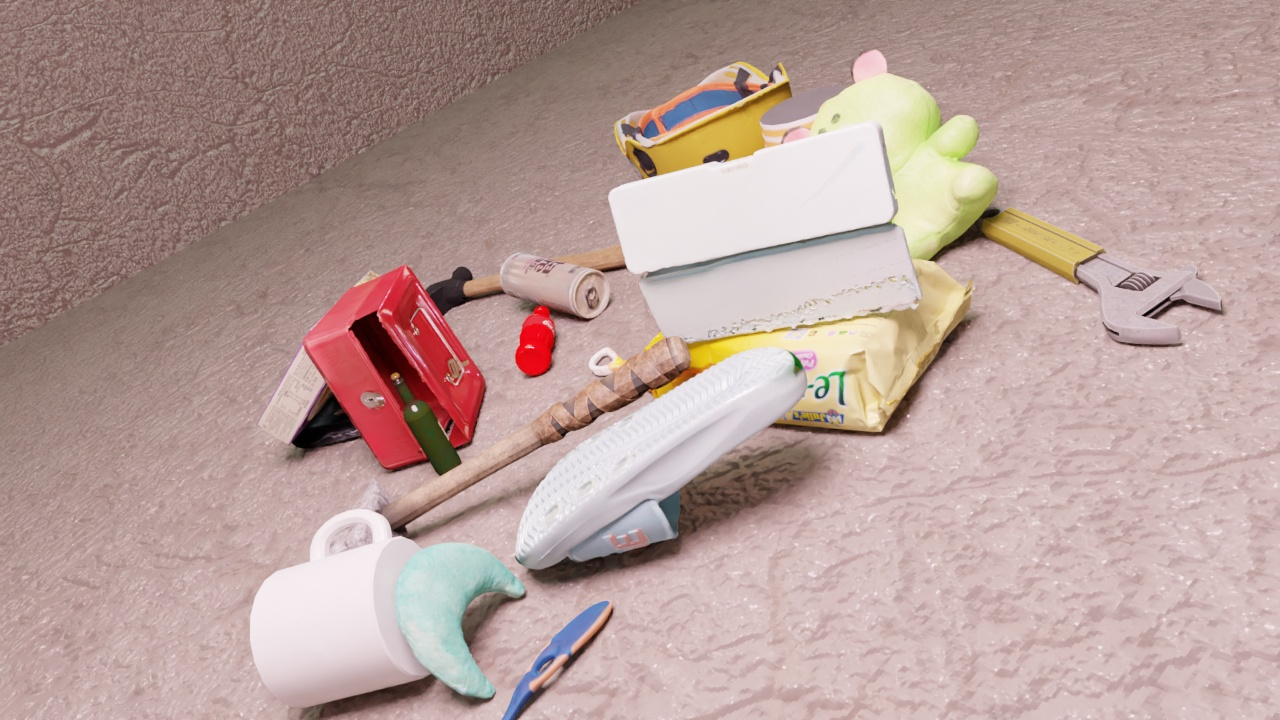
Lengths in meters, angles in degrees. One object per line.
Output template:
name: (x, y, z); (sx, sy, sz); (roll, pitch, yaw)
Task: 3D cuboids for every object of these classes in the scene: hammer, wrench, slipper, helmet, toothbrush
hammer: (-0.102, 0.069, 0.715); (0.319, 0.049, 0.121); (-30, 20, 12)
wrench: (0.333, -0.077, 0.710); (0.083, 0.018, 0.273); (-25, 26, -1)
slipper: (0.013, 0.078, 0.618); (0.246, 0.074, 0.103); (-34, 14, 19)
helmet: (0.095, -0.248, 1.088); (0.209, 0.140, 0.240); (-28, 25, -6)
toothbrush: (-0.062, 0.189, 0.549); (0.022, 0.017, 0.134); (7, 40, 43)
hammer: (-0.141, -0.103, 1.140); (0.306, 0.040, 0.132); (-9, 27, 27)

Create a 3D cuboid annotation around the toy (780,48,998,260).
toy: (0.233, -0.179, 0.837); (0.151, 0.107, 0.196); (-49, 50, 34)

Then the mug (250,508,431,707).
mug: (-0.192, 0.158, 0.610); (0.090, 0.091, 0.121); (-18, 64, 13)

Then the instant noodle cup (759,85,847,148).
instant noodle cup: (0.189, -0.211, 0.962); (0.123, 0.121, 0.123); (-19, 27, 10)

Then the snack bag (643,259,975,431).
snack bag: (0.119, -0.021, 0.729); (0.248, 0.068, 0.159); (3, 39, 42)

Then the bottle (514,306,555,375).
bottle: (-0.108, -0.026, 0.965); (0.036, 0.036, 0.118); (-20, 26, 9)

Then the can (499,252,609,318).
can: (-0.099, -0.086, 1.027); (0.136, 0.054, 0.054); (17, 47, 43)

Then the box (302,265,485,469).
box: (-0.228, 0.006, 0.873); (0.093, 0.158, 0.129); (-22, 24, 16)

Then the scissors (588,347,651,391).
scissors: (-0.012, 0.006, 0.853); (0.128, 0.011, 0.125); (2, 35, 45)

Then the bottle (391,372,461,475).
bottle: (-0.190, 0.055, 0.803); (0.025, 0.106, 0.025); (-19, 27, 10)

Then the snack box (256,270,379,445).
snack box: (-0.325, -0.005, 0.960); (0.144, 0.040, 0.147); (-51, 11, 29)

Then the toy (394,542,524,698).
toy: (-0.119, 0.159, 0.587); (0.033, 0.085, 0.105); (-44, 18, 29)

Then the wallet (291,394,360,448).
wallet: (-0.314, 0.055, 0.997); (0.115, 0.026, 0.089); (-13, 27, 24)

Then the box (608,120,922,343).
box: (0.083, -0.080, 0.637); (0.197, 0.134, 0.040); (-8, 21, 29)
